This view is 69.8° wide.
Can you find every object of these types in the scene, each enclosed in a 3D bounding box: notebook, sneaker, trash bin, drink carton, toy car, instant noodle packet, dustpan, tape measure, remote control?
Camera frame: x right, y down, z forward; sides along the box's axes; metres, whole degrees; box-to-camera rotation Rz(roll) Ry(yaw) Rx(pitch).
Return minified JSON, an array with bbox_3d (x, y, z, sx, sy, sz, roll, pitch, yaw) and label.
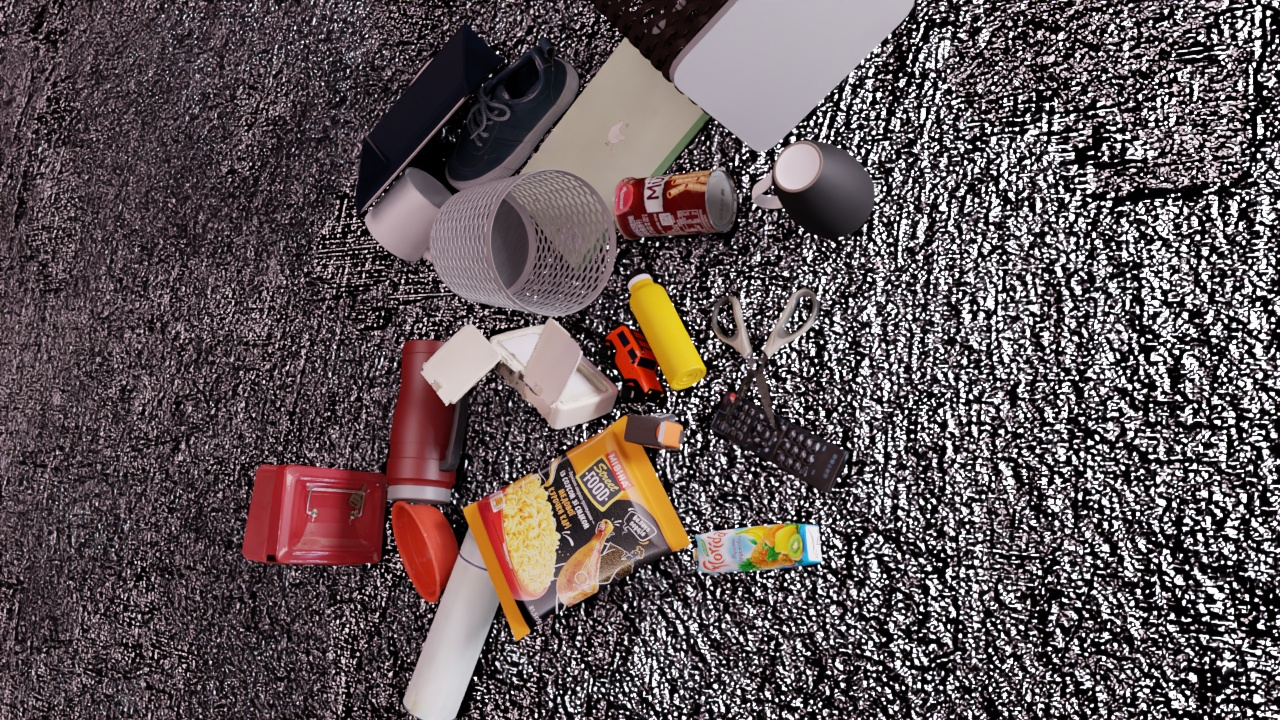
[{"bbox_3d":[-0.044,-0.255,1.127,0.253,0.010,0.182,-49,58,16],"label":"notebook"},{"bbox_3d":[-0.181,-0.312,1.184,0.236,0.087,0.089,-42,60,19],"label":"sneaker"},{"bbox_3d":[-0.144,-0.134,1.058,0.184,0.156,0.156,9,84,54],"label":"trash bin"},{"bbox_3d":[0.113,0.186,0.906,0.129,0.038,0.044,-13,73,32],"label":"drink carton"},{"bbox_3d":[-0.006,0.006,1.018,0.049,0.051,0.100,-42,59,20],"label":"toy car"},{"bbox_3d":[-0.076,0.182,1.010,0.221,0.032,0.159,-30,69,8],"label":"instant noodle packet"},{"bbox_3d":[-0.297,-0.346,1.241,0.237,0.080,0.272,-38,19,26],"label":"dustpan"},{"bbox_3d":[0.019,0.074,0.982,0.058,0.058,0.038,3,80,44],"label":"tape measure"},{"bbox_3d":[0.139,0.081,0.924,0.150,0.022,0.047,29,97,37],"label":"remote control"}]

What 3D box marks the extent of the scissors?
[{"bbox_3d":[0.121,-0.013,0.950,0.171,0.012,0.157,-47,50,8],"label":"scissors"}]

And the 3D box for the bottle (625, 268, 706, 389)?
[{"bbox_3d":[0.023,-0.038,1.013,0.043,0.043,0.143,-37,62,22],"label":"bottle"}]

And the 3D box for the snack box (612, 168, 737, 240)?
[{"bbox_3d":[0.038,-0.173,1.016,0.121,0.072,0.072,1,80,34],"label":"snack box"}]

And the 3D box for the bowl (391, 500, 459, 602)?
[{"bbox_3d":[-0.257,0.227,1.122,0.130,0.045,0.131,31,130,46],"label":"bowl"}]

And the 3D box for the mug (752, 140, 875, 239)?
[{"bbox_3d":[0.161,-0.173,0.915,0.119,0.100,0.085,-1,79,34],"label":"mug"}]

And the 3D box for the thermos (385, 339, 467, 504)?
[{"bbox_3d":[-0.261,0.078,1.155,0.108,0.084,0.198,-7,74,34],"label":"thermos"}]

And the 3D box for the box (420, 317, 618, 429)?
[{"bbox_3d":[-0.121,-0.005,0.999,0.143,0.186,0.105,40,127,28],"label":"box"}]

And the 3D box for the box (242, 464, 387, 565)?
[{"bbox_3d":[-0.418,0.201,1.190,0.087,0.157,0.128,-1,78,40],"label":"box"}]

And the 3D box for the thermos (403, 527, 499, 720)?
[{"bbox_3d":[-0.209,0.307,1.081,0.068,0.067,0.230,23,92,35],"label":"thermos"}]

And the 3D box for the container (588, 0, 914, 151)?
[{"bbox_3d":[0.092,-0.398,0.928,0.246,0.247,0.243,-43,63,19],"label":"container"}]

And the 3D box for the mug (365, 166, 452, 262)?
[{"bbox_3d":[-0.297,-0.186,1.242,0.121,0.091,0.090,46,109,-2],"label":"mug"}]
